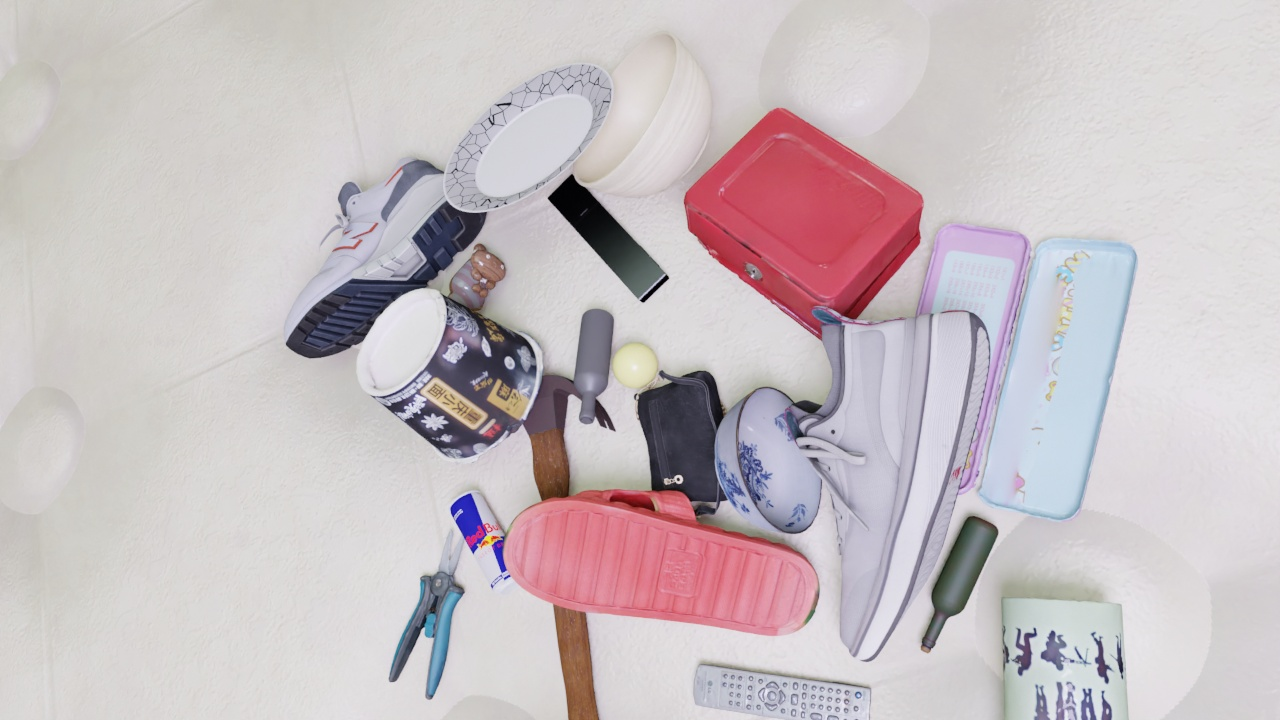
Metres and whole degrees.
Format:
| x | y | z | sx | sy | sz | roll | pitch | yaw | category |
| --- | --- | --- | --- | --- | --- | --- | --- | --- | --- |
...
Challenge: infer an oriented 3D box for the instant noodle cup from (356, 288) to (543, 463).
| x | y | z | sx | sy | sz | roll | pitch | yaw | category |
| --- | --- | --- | --- | --- | --- | --- | --- | --- | --- |
| -0.174 | 0.008 | 0.807 | 0.137 | 0.112 | 0.137 | -20 | 52 | 28 | instant noodle cup |

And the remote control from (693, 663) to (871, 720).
| x | y | z | sx | sy | sz | roll | pitch | yaw | category |
| --- | --- | --- | --- | --- | --- | --- | --- | --- | --- |
| 0.107 | 0.258 | 0.705 | 0.137 | 0.013 | 0.033 | 1 | 76 | 22 | remote control |

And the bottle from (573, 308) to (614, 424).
| x | y | z | sx | sy | sz | roll | pitch | yaw | category |
| --- | --- | --- | --- | --- | --- | --- | --- | --- | --- |
| -0.042 | 0.007 | 0.798 | 0.030 | 0.030 | 0.112 | -11 | 49 | 19 | bottle |

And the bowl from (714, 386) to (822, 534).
| x | y | z | sx | sy | sz | roll | pitch | yaw | category |
| --- | --- | --- | --- | --- | --- | --- | --- | --- | --- |
| 0.091 | 0.081 | 0.714 | 0.045 | 0.114 | 0.114 | -19 | 69 | 39 | bowl |

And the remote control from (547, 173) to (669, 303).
| x | y | z | sx | sy | sz | roll | pitch | yaw | category |
| --- | --- | --- | --- | --- | --- | --- | --- | --- | --- |
| -0.031 | -0.116 | 0.858 | 0.034 | 0.013 | 0.150 | -44 | 66 | 6 | remote control |

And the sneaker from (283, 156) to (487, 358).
| x | y | z | sx | sy | sz | roll | pitch | yaw | category |
| --- | --- | --- | --- | --- | --- | --- | --- | --- | --- |
| -0.273 | -0.116 | 0.924 | 0.240 | 0.089 | 0.124 | -39 | 61 | -1 | sneaker |

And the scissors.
| x | y | z | sx | sy | sz | roll | pitch | yaw | category |
| --- | --- | --- | --- | --- | --- | --- | --- | --- | --- |
| -0.186 | 0.233 | 0.827 | 0.124 | 0.019 | 0.148 | -30 | 62 | 17 | scissors |

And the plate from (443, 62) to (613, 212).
| x | y | z | sx | sy | sz | roll | pitch | yaw | category |
| --- | --- | --- | --- | --- | --- | --- | --- | --- | --- |
| -0.103 | -0.205 | 0.857 | 0.189 | 0.016 | 0.188 | -20 | 46 | 22 | plate |

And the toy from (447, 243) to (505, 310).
| x | y | z | sx | sy | sz | roll | pitch | yaw | category |
| --- | --- | --- | --- | --- | --- | --- | --- | --- | --- |
| -0.168 | -0.068 | 0.887 | 0.055 | 0.041 | 0.101 | 15 | 73 | 47 | toy |

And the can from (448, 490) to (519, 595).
| x | y | z | sx | sy | sz | roll | pitch | yaw | category |
| --- | --- | --- | --- | --- | --- | --- | --- | --- | --- |
| -0.136 | 0.162 | 0.818 | 0.032 | 0.032 | 0.095 | -39 | 66 | 8 | can |

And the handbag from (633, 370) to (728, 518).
| x | y | z | sx | sy | sz | roll | pitch | yaw | category |
| --- | --- | --- | --- | --- | --- | --- | --- | --- | --- |
| 0.035 | 0.067 | 0.763 | 0.079 | 0.054 | 0.128 | -18 | 73 | 21 | handbag |

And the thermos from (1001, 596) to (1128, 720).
| x | y | z | sx | sy | sz | roll | pitch | yaw | category |
| --- | --- | --- | --- | --- | --- | --- | --- | --- | --- |
| 0.276 | 0.275 | 0.600 | 0.082 | 0.082 | 0.231 | -2 | 76 | 21 | thermos |

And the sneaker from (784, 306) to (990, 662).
| x | y | z | sx | sy | sz | roll | pitch | yaw | category |
| --- | --- | --- | --- | --- | --- | --- | --- | --- | --- |
| 0.160 | 0.085 | 0.662 | 0.129 | 0.096 | 0.263 | 14 | 101 | 29 | sneaker |

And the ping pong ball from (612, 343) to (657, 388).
| x | y | z | sx | sy | sz | roll | pitch | yaw | category |
| --- | --- | --- | --- | --- | --- | --- | --- | --- | --- |
| -0.005 | 0.005 | 0.801 | 0.040 | 0.040 | 0.040 | -6 | 74 | 20 | ping pong ball |

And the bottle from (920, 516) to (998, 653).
| x | y | z | sx | sy | sz | roll | pitch | yaw | category |
| --- | --- | --- | --- | --- | --- | --- | --- | --- | --- |
| 0.231 | 0.166 | 0.673 | 0.025 | 0.025 | 0.106 | 25 | 86 | 25 | bottle |

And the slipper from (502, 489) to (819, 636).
| x | y | z | sx | sy | sz | roll | pitch | yaw | category |
| --- | --- | --- | --- | --- | --- | --- | --- | --- | --- |
| 0.016 | 0.154 | 0.729 | 0.249 | 0.059 | 0.104 | 9 | 108 | 5 | slipper |

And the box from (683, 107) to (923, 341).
| x | y | z | sx | sy | sz | roll | pitch | yaw | category |
| --- | --- | --- | --- | --- | --- | --- | --- | --- | --- |
| 0.131 | -0.113 | 0.743 | 0.157 | 0.110 | 0.134 | 39 | 88 | 25 | box |

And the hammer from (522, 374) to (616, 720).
| x | y | z | sx | sy | sz | roll | pitch | yaw | category |
| --- | --- | --- | --- | --- | --- | --- | --- | --- | --- |
| -0.066 | 0.168 | 0.790 | 0.115 | 0.033 | 0.322 | -15 | 72 | 20 | hammer |

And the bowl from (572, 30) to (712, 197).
| x | y | z | sx | sy | sz | roll | pitch | yaw | category |
| --- | --- | --- | --- | --- | --- | --- | --- | --- | --- |
| 0.013 | -0.206 | 0.817 | 0.151 | 0.075 | 0.150 | -38 | 39 | 39 | bowl |

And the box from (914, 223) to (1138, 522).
| x | y | z | sx | sy | sz | roll | pitch | yaw | category |
| --- | --- | --- | --- | --- | --- | --- | --- | --- | --- |
| 0.275 | 0.004 | 0.693 | 0.151 | 0.035 | 0.214 | 12 | 81 | 32 | box |
